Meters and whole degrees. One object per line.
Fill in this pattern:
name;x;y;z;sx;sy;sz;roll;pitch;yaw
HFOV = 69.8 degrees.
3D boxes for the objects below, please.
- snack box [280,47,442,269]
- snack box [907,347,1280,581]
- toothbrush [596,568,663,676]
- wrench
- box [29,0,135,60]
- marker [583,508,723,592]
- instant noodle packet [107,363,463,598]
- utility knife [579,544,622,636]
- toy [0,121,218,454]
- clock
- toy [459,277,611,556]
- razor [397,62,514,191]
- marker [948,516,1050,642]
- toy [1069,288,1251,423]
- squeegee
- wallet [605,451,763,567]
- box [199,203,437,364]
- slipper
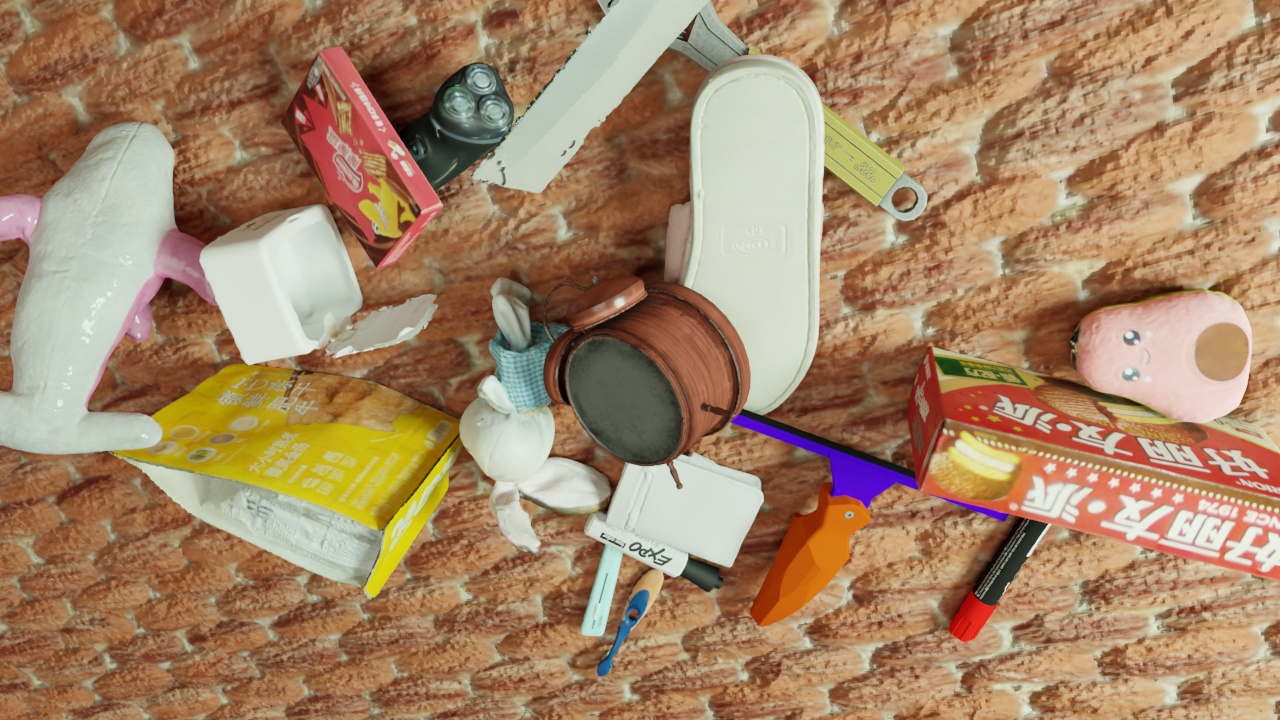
snack box;-0.201;-0.142;0.658;0.090;0.021;0.133;-33;90;47
snack box;0.306;0.065;0.619;0.236;0.113;0.060;14;117;7
toothbrush;-0.010;0.235;0.826;0.021;0.017;0.135;24;115;-3
wrench;0.083;-0.184;0.607;0.273;0.018;0.084;36;113;-4
box;-0.138;-0.267;0.424;0.150;0.368;0.167;41;117;-11
marker;0.013;0.162;0.775;0.126;0.025;0.025;27;117;-6
instant noodle packet;-0.270;0.074;0.727;0.221;0.162;0.084;21;118;3
utility knife;-0.031;0.192;0.811;0.022;0.015;0.129;15;113;2
toy;-0.412;-0.052;0.701;0.186;0.265;0.128;14;159;-15
clock;-0.004;0.004;0.637;0.157;0.072;0.121;41;135;11
toy;-0.104;0.038;0.714;0.106;0.130;0.205;3;109;29
razor;-0.147;-0.154;0.649;0.141;0.063;0.053;-28;84;33
marker;0.286;0.163;0.721;0.023;0.021;0.145;11;119;-18
toy;0.345;-0.003;0.612;0.110;0.051;0.090;1;106;16
squeegee;0.136;0.149;0.723;0.249;0.055;0.185;20;124;-10
wallet;0.035;0.115;0.747;0.116;0.032;0.086;22;112;-7
box;-0.226;-0.053;0.690;0.137;0.108;0.124;-8;114;17
slipper;0.073;-0.076;0.638;0.114;0.054;0.275;6;125;6
